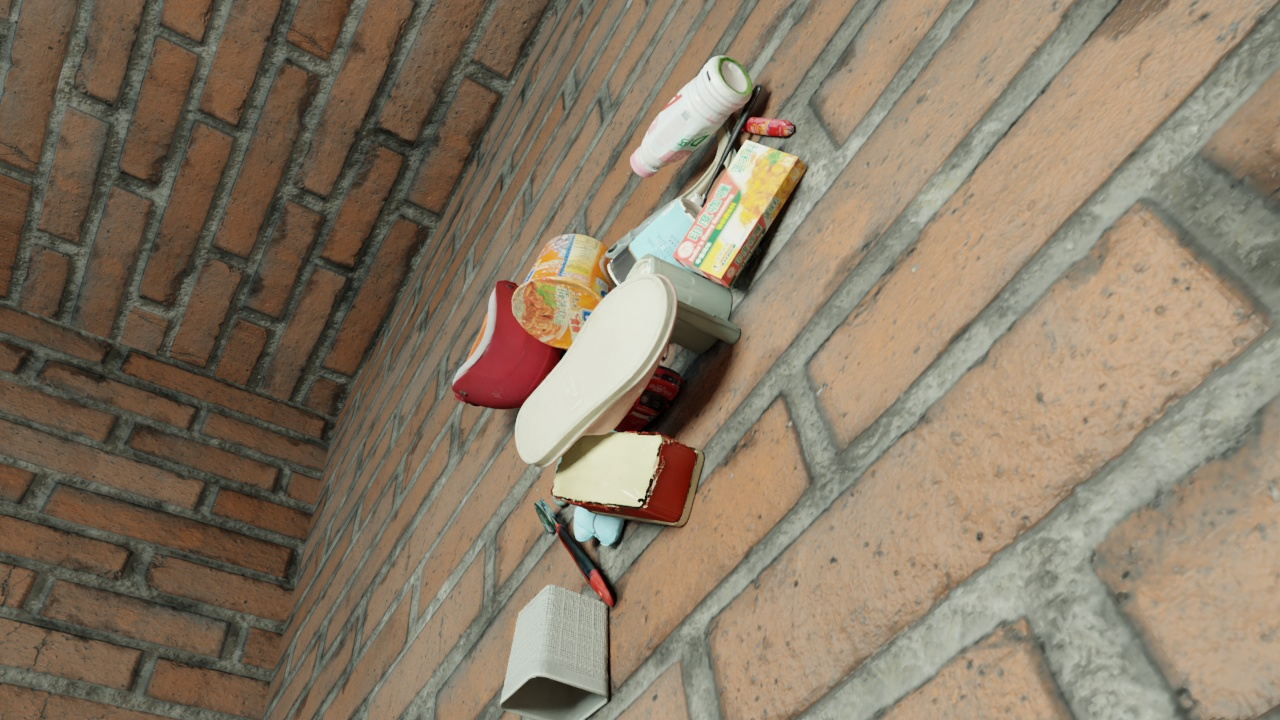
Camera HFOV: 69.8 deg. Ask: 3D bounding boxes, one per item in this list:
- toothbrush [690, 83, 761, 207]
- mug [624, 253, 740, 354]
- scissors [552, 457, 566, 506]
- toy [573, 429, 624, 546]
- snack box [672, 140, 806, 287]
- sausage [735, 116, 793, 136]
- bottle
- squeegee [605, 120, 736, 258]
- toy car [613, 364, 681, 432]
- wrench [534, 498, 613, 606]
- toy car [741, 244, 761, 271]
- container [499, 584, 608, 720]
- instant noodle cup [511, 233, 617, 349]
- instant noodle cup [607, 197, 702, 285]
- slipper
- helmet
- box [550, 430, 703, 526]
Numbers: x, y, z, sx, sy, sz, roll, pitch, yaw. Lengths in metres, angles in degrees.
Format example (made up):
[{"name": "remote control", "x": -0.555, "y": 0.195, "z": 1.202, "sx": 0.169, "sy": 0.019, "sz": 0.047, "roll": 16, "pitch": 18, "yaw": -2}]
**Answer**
[{"name": "toothbrush", "x": 0.105, "y": -0.261, "z": 1.126, "sx": 0.181, "sy": 0.018, "sz": 0.016, "roll": -62, "pitch": 26, "yaw": -1}, {"name": "mug", "x": 0.044, "y": -0.059, "z": 1.015, "sx": 0.084, "sy": 0.103, "sz": 0.124, "roll": -64, "pitch": 22, "yaw": 6}, {"name": "scissors", "x": -0.075, "y": 0.109, "z": 1.231, "sx": 0.170, "sy": 0.019, "sz": 0.173, "roll": -35, "pitch": 37, "yaw": 54}, {"name": "toy", "x": -0.050, "y": 0.143, "z": 1.104, "sx": 0.162, "sy": 0.049, "sz": 0.156, "roll": -8, "pitch": 60, "yaw": 53}, {"name": "snack box", "x": 0.107, "y": -0.161, "z": 1.001, "sx": 0.077, "sy": 0.027, "sz": 0.155, "roll": 31, "pitch": 88, "yaw": 40}, {"name": "sausage", "x": 0.147, "y": -0.282, "z": 1.105, "sx": 0.020, "sy": 0.020, "sz": 0.156, "roll": -64, "pitch": 23, "yaw": 8}, {"name": "bottle", "x": 0.056, "y": -0.302, "z": 1.169, "sx": 0.198, "sy": 0.068, "sz": 0.068, "roll": -35, "pitch": 39, "yaw": 45}, {"name": "squeegee", "x": 0.045, "y": -0.208, "z": 1.219, "sx": 0.247, "sy": 0.039, "sz": 0.246, "roll": -41, "pitch": 40, "yaw": 30}, {"name": "toy car", "x": 0.003, "y": 0.047, "z": 1.075, "sx": 0.121, "sy": 0.053, "sz": 0.045, "roll": -47, "pitch": 31, "yaw": 45}, {"name": "wrench", "x": -0.086, "y": 0.226, "z": 1.115, "sx": 0.016, "sy": 0.056, "sz": 0.273, "roll": -27, "pitch": 20, "yaw": -15}, {"name": "toy car", "x": 0.112, "y": -0.139, "z": 1.032, "sx": 0.043, "sy": 0.034, "sz": 0.090, "roll": -38, "pitch": 37, "yaw": 44}, {"name": "container", "x": -0.087, "y": 0.313, "z": 0.981, "sx": 0.090, "sy": 0.090, "sz": 0.114, "roll": -48, "pitch": 26, "yaw": 36}, {"name": "instant noodle cup", "x": -0.099, "y": -0.104, "z": 1.331, "sx": 0.152, "sy": 0.151, "sz": 0.111, "roll": -42, "pitch": 25, "yaw": 46}, {"name": "instant noodle cup", "x": 0.040, "y": -0.126, "z": 1.103, "sx": 0.121, "sy": 0.111, "sz": 0.111, "roll": -47, "pitch": 29, "yaw": 22}, {"name": "slipper", "x": -0.043, "y": 0.018, "z": 0.975, "sx": 0.275, "sy": 0.054, "sz": 0.114, "roll": -48, "pitch": 48, "yaw": 28}, {"name": "helmet", "x": -0.203, "y": -0.012, "z": 1.475, "sx": 0.240, "sy": 0.144, "sz": 0.207, "roll": 178, "pitch": 114, "yaw": -81}, {"name": "box", "x": -0.023, "y": 0.119, "z": 0.982, "sx": 0.169, "sy": 0.079, "sz": 0.091, "roll": -3, "pitch": 65, "yaw": 50}]
